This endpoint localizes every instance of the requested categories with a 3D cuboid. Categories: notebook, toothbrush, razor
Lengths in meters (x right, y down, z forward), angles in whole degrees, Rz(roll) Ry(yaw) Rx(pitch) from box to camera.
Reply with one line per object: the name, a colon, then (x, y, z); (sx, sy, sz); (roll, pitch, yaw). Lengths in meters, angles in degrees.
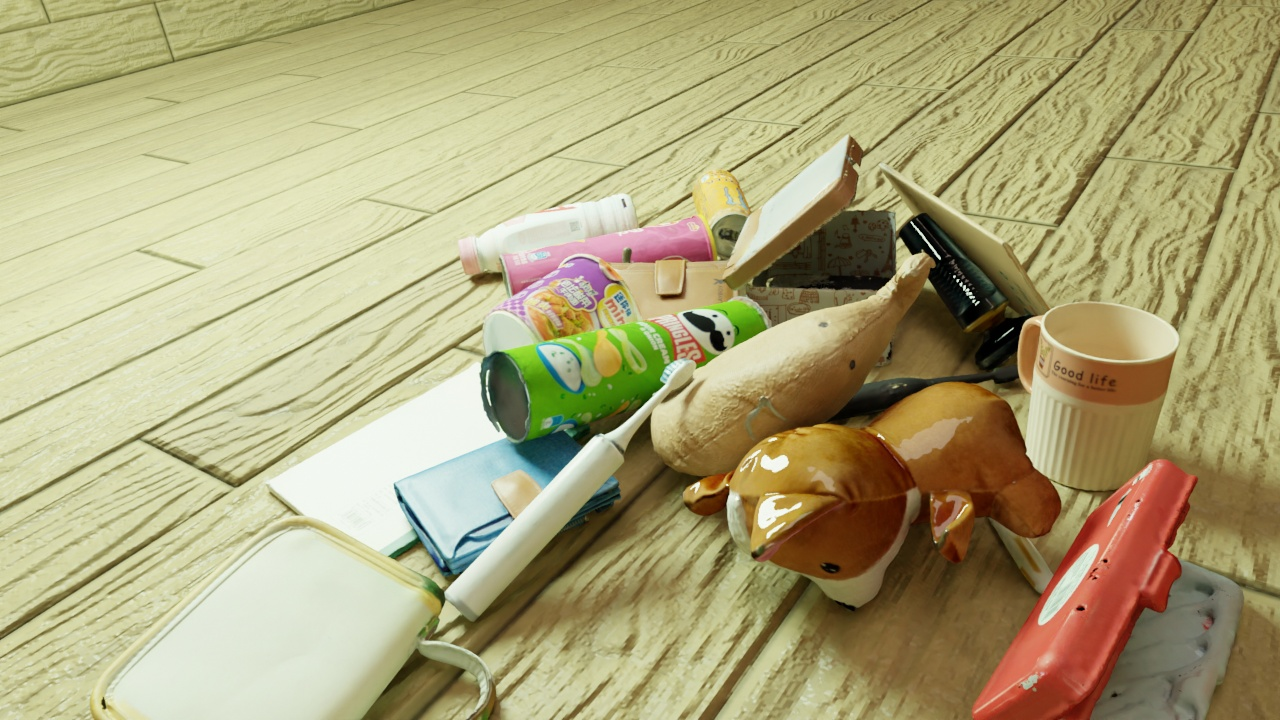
notebook: (-0.164, 0.074, 0.721); (0.150, 0.012, 0.208); (24, 42, 38)
toothbrush: (0.205, 0.026, 0.729); (0.212, 0.027, 0.026); (-9, 65, -8)
notebook: (0.298, -0.096, 0.823); (0.008, 0.148, 0.207); (-41, 31, 9)
toothbrush: (0.235, 0.090, 0.620); (0.016, 0.018, 0.191); (-9, 30, -2)
toothbrush: (-0.039, 0.077, 0.595); (0.220, 0.027, 0.026); (-46, 38, -14)
razor: (0.280, -0.066, 0.799); (0.067, 0.062, 0.167); (20, 34, -48)

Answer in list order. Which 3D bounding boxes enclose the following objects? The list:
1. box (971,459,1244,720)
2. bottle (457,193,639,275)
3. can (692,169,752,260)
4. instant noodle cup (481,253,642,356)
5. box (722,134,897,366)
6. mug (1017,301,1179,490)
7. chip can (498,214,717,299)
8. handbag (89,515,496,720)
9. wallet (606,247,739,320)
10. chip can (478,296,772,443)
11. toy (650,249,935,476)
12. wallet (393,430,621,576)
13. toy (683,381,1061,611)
box: (0.259, 0.148, 0.476); (0.099, 0.096, 0.200); (41, 47, 17)
bottle: (-0.101, -0.134, 1.014); (0.197, 0.068, 0.068); (-12, 31, -5)
can: (0.095, -0.167, 1.042); (0.058, 0.058, 0.145); (-6, 30, -1)
instant noodle cup: (-0.070, -0.022, 0.766); (0.112, 0.112, 0.099); (23, 39, 39)
box: (0.157, -0.113, 0.831); (0.151, 0.168, 0.181); (4, 32, 13)
mug: (0.308, 0.018, 0.644); (0.081, 0.106, 0.114); (-14, 31, -15)
chip can: (-0.032, -0.093, 0.924); (0.210, 0.071, 0.071); (-13, 31, -12)
handbag: (-0.176, 0.183, 0.508); (0.179, 0.063, 0.162); (21, 37, 14)
wallet: (0.027, -0.052, 0.854); (0.131, 0.035, 0.118); (-1, 59, 7)
chip can: (-0.004, 0.004, 0.714); (0.235, 0.072, 0.072); (-14, 30, -34)
toy: (0.104, 0.009, 0.625); (0.227, 0.082, 0.143); (-32, 8, 32)
wallet: (-0.094, 0.093, 0.645); (0.132, 0.040, 0.106); (-22, 37, -26)
toy: (0.137, 0.084, 0.558); (0.199, 0.130, 0.140); (-5, 0, -19)
